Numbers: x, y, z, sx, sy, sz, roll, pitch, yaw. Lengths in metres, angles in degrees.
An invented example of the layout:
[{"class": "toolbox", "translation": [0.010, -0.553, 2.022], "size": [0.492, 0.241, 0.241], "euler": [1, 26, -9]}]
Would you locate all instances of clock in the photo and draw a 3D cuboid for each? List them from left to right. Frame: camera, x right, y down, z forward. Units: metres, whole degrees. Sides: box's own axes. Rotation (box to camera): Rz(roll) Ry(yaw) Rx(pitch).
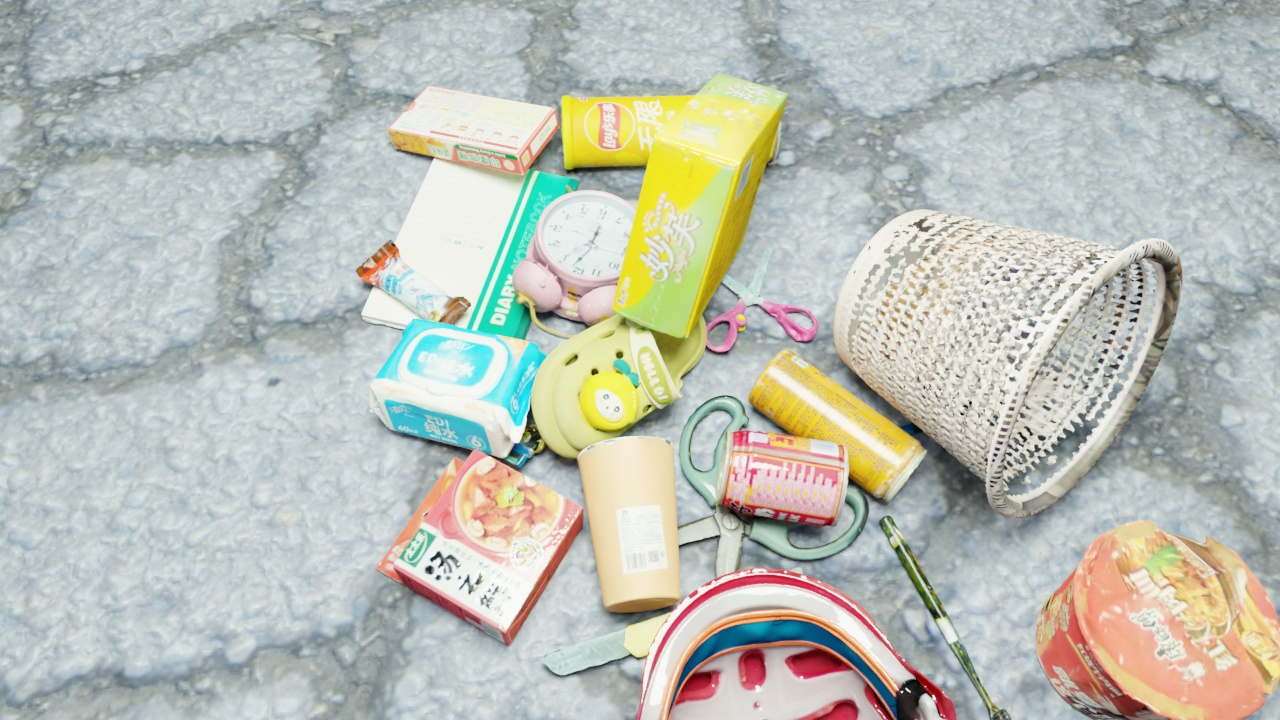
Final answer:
[{"class": "clock", "translation": [-0.051, -0.084, 0.831], "size": [0.117, 0.060, 0.158], "euler": [18, 61, 1]}]

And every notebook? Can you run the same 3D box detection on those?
[{"class": "notebook", "translation": [-0.157, -0.109, 0.876], "size": [0.150, 0.012, 0.208], "euler": [13, 60, 4]}]

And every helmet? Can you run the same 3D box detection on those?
[{"class": "helmet", "translation": [0.096, 0.273, 0.596], "size": [0.207, 0.144, 0.239], "euler": [-10, 47, -8]}]

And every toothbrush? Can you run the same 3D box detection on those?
[{"class": "toothbrush", "translation": [0.236, 0.202, 0.708], "size": [0.012, 0.017, 0.185], "euler": [-21, 63, -10]}, {"class": "toothbrush", "translation": [0.285, 0.043, 0.802], "size": [0.189, 0.016, 0.014], "euler": [-16, 58, -10]}]

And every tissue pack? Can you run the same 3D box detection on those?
[{"class": "tissue pack", "translation": [-0.149, 0.019, 0.764], "size": [0.140, 0.063, 0.089], "euler": [13, 53, 12]}]

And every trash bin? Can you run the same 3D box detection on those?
[{"class": "trash bin", "translation": [0.271, -0.020, 0.727], "size": [0.227, 0.228, 0.192], "euler": [-36, 45, -20]}]

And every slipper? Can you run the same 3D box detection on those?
[{"class": "slipper", "translation": [-0.004, 0.004, 0.758], "size": [0.190, 0.082, 0.091], "euler": [-38, 107, -30]}]

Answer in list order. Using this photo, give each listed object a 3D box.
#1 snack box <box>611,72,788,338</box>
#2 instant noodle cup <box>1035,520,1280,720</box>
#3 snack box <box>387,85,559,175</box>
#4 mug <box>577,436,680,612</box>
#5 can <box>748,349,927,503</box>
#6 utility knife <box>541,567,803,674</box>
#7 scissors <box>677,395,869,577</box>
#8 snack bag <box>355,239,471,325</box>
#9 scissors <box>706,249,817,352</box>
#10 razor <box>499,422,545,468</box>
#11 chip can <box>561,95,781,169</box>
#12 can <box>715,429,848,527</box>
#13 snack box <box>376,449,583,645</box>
[{"class": "snack box", "translation": [0.053, -0.136, 0.772], "size": [0.070, 0.158, 0.209], "euler": [20, 34, 8]}, {"class": "instant noodle cup", "translation": [0.359, 0.200, 0.661], "size": [0.138, 0.109, 0.137], "euler": [1, 60, -2]}, {"class": "snack box", "translation": [-0.166, -0.231, 0.914], "size": [0.156, 0.027, 0.076], "euler": [16, 56, 22]}, {"class": "mug", "translation": [-0.005, 0.128, 0.712], "size": [0.078, 0.078, 0.122], "euler": [-5, 65, -5]}, {"class": "can", "translation": [0.163, 0.053, 0.767], "size": [0.146, 0.058, 0.058], "euler": [37, 66, 17]}, {"class": "utility knife", "translation": [0.030, 0.201, 0.699], "size": [0.213, 0.022, 0.031], "euler": [-14, 81, -16]}, {"class": "scissors", "translation": [0.107, 0.109, 0.757], "size": [0.179, 0.019, 0.170], "euler": [7, 59, 1]}, {"class": "snack bag", "translation": [-0.204, -0.064, 0.825], "size": [0.104, 0.026, 0.048], "euler": [38, 77, 18]}, {"class": "scissors", "translation": [0.107, -0.054, 0.852], "size": [0.135, 0.017, 0.133], "euler": [19, 58, 12]}, {"class": "razor", "translation": [-0.069, 0.036, 0.789], "size": [0.043, 0.022, 0.142], "euler": [19, 60, 42]}, {"class": "chip can", "translation": [0.028, -0.229, 0.915], "size": [0.213, 0.072, 0.072], "euler": [-2, 60, -3]}, {"class": "can", "translation": [0.109, 0.091, 0.718], "size": [0.094, 0.067, 0.066], "euler": [9, 60, 3]}, {"class": "snack box", "translation": [-0.126, 0.138, 0.717], "size": [0.127, 0.044, 0.113], "euler": [25, 63, 12]}]
